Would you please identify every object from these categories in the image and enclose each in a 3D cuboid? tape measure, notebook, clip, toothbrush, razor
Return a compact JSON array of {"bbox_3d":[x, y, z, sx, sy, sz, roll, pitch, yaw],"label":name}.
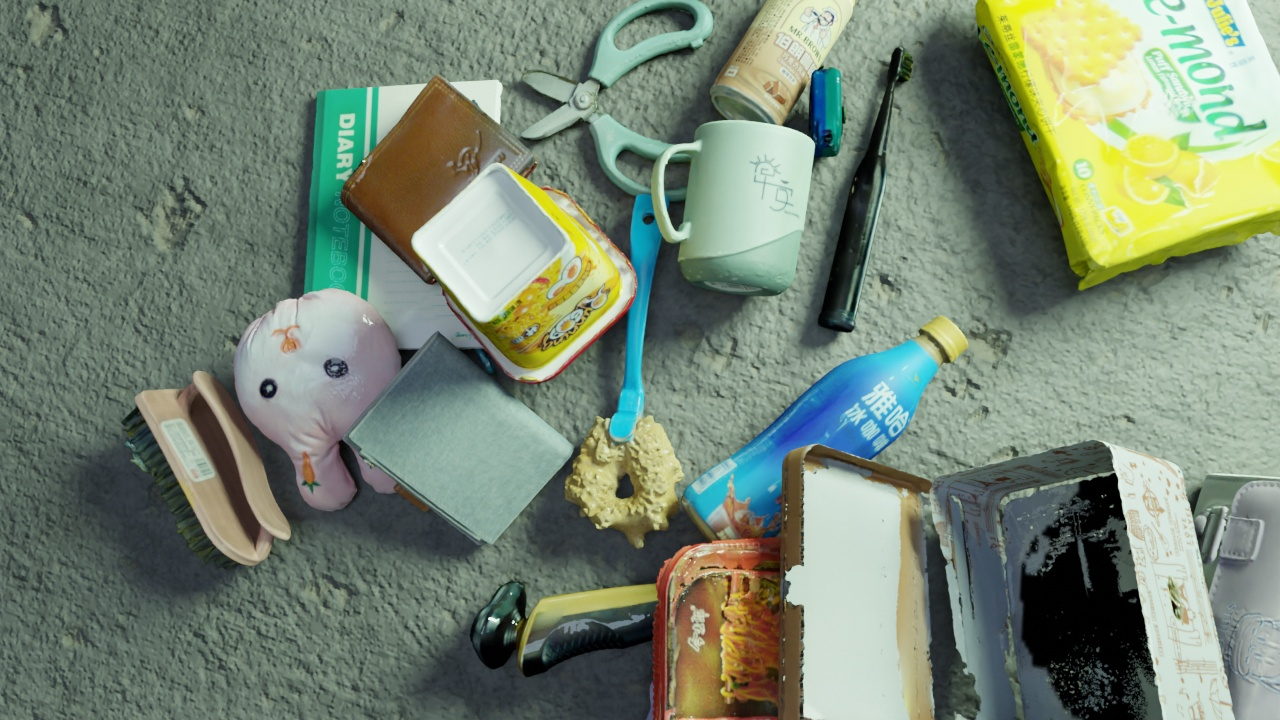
[{"bbox_3d":[0.133,-0.173,0.653,0.025,0.054,0.058,0,84,9],"label":"tape measure"},{"bbox_3d":[-0.182,-0.110,0.697,0.150,0.012,0.209,-1,81,9],"label":"notebook"},{"bbox_3d":[-0.119,-0.017,0.685,0.045,0.014,0.057,-33,78,0],"label":"clip"},{"bbox_3d":[0.165,-0.125,0.660,0.027,0.026,0.212,18,83,-27],"label":"toothbrush"},{"bbox_3d":[-0.033,0.177,0.638,0.167,0.062,0.067,-10,51,0],"label":"razor"}]

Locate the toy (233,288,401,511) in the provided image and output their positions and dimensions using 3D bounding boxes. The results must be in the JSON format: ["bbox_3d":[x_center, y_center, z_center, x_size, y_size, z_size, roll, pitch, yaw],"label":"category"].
[{"bbox_3d":[-0.223,0.030,0.663,0.121,0.054,0.159,-19,100,5],"label":"toy"}]

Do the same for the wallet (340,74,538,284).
[{"bbox_3d":[-0.149,-0.132,0.672,0.101,0.032,0.124,40,90,11],"label":"wallet"}]

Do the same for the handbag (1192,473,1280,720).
[{"bbox_3d":[0.371,0.171,0.543,0.098,0.145,0.197,19,86,5],"label":"handbag"}]

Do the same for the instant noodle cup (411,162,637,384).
[{"bbox_3d":[-0.079,-0.060,0.600,0.116,0.123,0.116,-42,76,1],"label":"instant noodle cup"}]

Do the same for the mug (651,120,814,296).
[{"bbox_3d":[0.059,-0.104,0.631,0.111,0.082,0.106,9,89,-20],"label":"mug"}]

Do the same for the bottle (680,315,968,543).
[{"bbox_3d":[0.128,0.049,0.624,0.218,0.065,0.065,-39,81,0],"label":"bottle"}]

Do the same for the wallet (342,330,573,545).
[{"bbox_3d":[-0.129,0.060,0.651,0.129,0.037,0.106,42,91,-15],"label":"wallet"}]

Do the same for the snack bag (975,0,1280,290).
[{"bbox_3d":[0.333,-0.178,0.625,0.158,0.068,0.246,-18,82,5],"label":"snack bag"}]

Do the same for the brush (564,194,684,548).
[{"bbox_3d":[-0.004,0.004,0.653,0.083,0.046,0.254,4,83,14],"label":"brush"}]

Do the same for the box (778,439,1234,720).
[{"bbox_3d":[0.204,0.135,0.522,0.197,0.158,0.180,18,64,-29],"label":"box"}]

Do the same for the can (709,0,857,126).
[{"bbox_3d":[0.103,-0.224,0.660,0.058,0.058,0.116,32,88,9],"label":"can"}]

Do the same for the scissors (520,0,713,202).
[{"bbox_3d":[0.000,-0.207,0.691,0.170,0.019,0.181,29,88,10],"label":"scissors"}]

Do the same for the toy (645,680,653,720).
[{"bbox_3d":[0.033,0.249,0.625,0.084,0.039,0.108,19,81,-7],"label":"toy"}]

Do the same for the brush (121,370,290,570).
[{"bbox_3d":[-0.311,0.083,0.670,0.073,0.063,0.145,-34,82,12],"label":"brush"}]

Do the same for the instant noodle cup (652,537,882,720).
[{"bbox_3d":[0.074,0.204,0.583,0.164,0.079,0.188,4,83,-26],"label":"instant noodle cup"}]
